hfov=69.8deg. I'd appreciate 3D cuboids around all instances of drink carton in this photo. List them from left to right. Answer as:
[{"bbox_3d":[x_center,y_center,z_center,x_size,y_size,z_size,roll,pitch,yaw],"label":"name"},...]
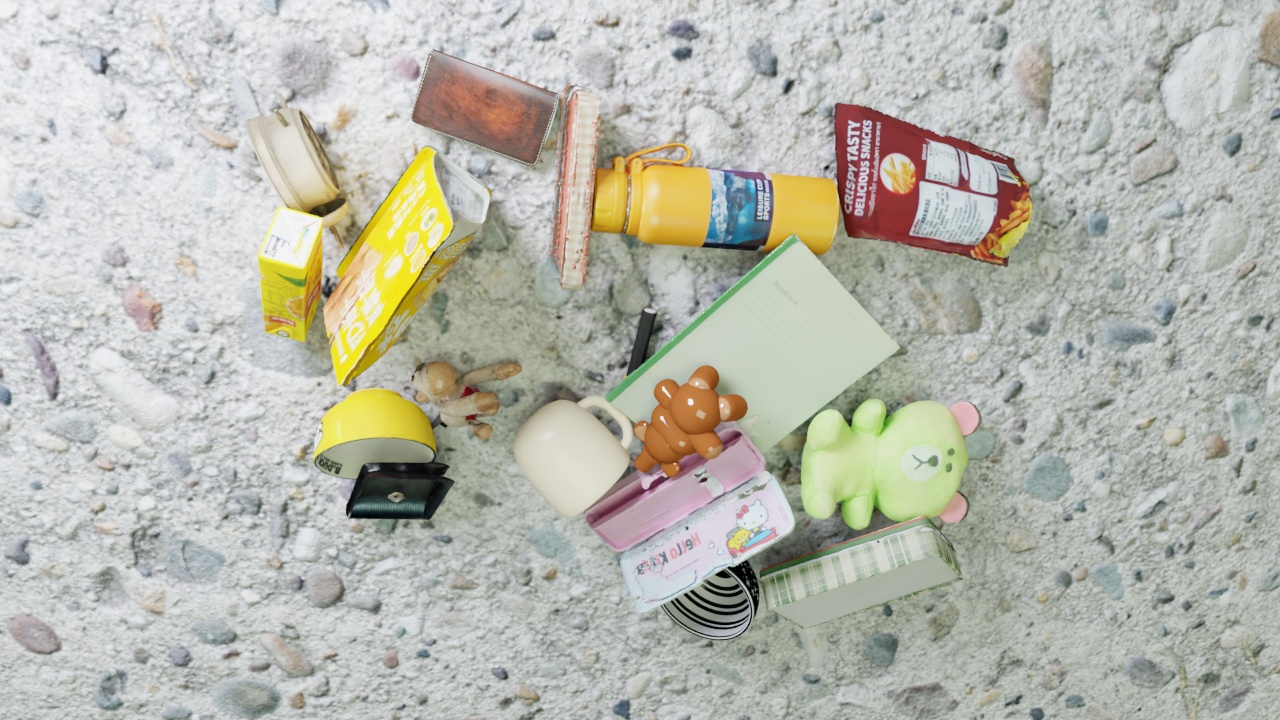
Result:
[{"bbox_3d":[-0.317,-0.074,0.831,0.043,0.058,0.135,15,149,-11],"label":"drink carton"}]

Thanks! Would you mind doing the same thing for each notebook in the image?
[{"bbox_3d":[0.114,0.011,0.938,0.253,0.010,0.182,-41,117,17],"label":"notebook"}]

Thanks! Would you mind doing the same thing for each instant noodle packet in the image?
[{"bbox_3d":[-0.202,-0.080,0.795,0.084,0.221,0.163,36,104,-22],"label":"instant noodle packet"}]

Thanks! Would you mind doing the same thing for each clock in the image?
[{"bbox_3d":[-0.296,-0.164,0.823,0.054,0.093,0.141,-24,121,-5],"label":"clock"}]

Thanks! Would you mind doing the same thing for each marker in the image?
[{"bbox_3d":[-0.006,0.006,0.964,0.017,0.021,0.124,25,111,30],"label":"marker"}]

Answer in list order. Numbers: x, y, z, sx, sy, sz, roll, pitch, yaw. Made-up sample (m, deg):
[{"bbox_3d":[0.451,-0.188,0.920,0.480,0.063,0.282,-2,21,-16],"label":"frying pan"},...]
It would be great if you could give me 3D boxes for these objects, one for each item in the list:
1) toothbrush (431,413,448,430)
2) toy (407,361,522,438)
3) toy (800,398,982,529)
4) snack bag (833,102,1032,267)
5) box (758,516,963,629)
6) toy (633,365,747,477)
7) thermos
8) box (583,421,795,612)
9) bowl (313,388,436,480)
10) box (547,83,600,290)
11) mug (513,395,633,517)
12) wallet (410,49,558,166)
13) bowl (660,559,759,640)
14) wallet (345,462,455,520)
[{"bbox_3d":[-0.247,0.104,0.974,0.013,0.013,0.167,39,102,-28],"label":"toothbrush"},{"bbox_3d":[-0.183,0.027,0.928,0.106,0.085,0.074,18,131,6],"label":"toy"},{"bbox_3d":[0.266,0.112,1.006,0.196,0.107,0.150,6,87,-20],"label":"toy"},{"bbox_3d":[0.283,-0.170,0.898,0.207,0.067,0.138,11,77,-21],"label":"snack bag"},{"bbox_3d":[0.246,0.242,1.029,0.206,0.051,0.117,-25,144,23],"label":"box"},{"bbox_3d":[0.042,0.068,0.924,0.095,0.065,0.128,52,124,16],"label":"toy"},{"bbox_3d":[0.069,-0.154,0.886,0.232,0.076,0.091,3,75,-9],"label":"thermos"},{"bbox_3d":[0.051,0.162,0.980,0.202,0.077,0.146,-32,89,14],"label":"box"},{"bbox_3d":[-0.265,0.069,0.917,0.117,0.067,0.117,-8,156,-4],"label":"bowl"},{"bbox_3d":[-0.061,-0.161,0.862,0.041,0.082,0.187,3,109,-11],"label":"box"},{"bbox_3d":[-0.069,0.086,0.949,0.120,0.096,0.100,-43,100,-6],"label":"mug"},{"bbox_3d":[-0.144,-0.233,0.850,0.123,0.019,0.072,17,108,-14],"label":"wallet"},{"bbox_3d":[0.082,0.249,1.040,0.120,0.066,0.120,13,122,22],"label":"bowl"},{"bbox_3d":[-0.249,0.134,0.943,0.089,0.026,0.115,6,147,-27],"label":"wallet"}]
